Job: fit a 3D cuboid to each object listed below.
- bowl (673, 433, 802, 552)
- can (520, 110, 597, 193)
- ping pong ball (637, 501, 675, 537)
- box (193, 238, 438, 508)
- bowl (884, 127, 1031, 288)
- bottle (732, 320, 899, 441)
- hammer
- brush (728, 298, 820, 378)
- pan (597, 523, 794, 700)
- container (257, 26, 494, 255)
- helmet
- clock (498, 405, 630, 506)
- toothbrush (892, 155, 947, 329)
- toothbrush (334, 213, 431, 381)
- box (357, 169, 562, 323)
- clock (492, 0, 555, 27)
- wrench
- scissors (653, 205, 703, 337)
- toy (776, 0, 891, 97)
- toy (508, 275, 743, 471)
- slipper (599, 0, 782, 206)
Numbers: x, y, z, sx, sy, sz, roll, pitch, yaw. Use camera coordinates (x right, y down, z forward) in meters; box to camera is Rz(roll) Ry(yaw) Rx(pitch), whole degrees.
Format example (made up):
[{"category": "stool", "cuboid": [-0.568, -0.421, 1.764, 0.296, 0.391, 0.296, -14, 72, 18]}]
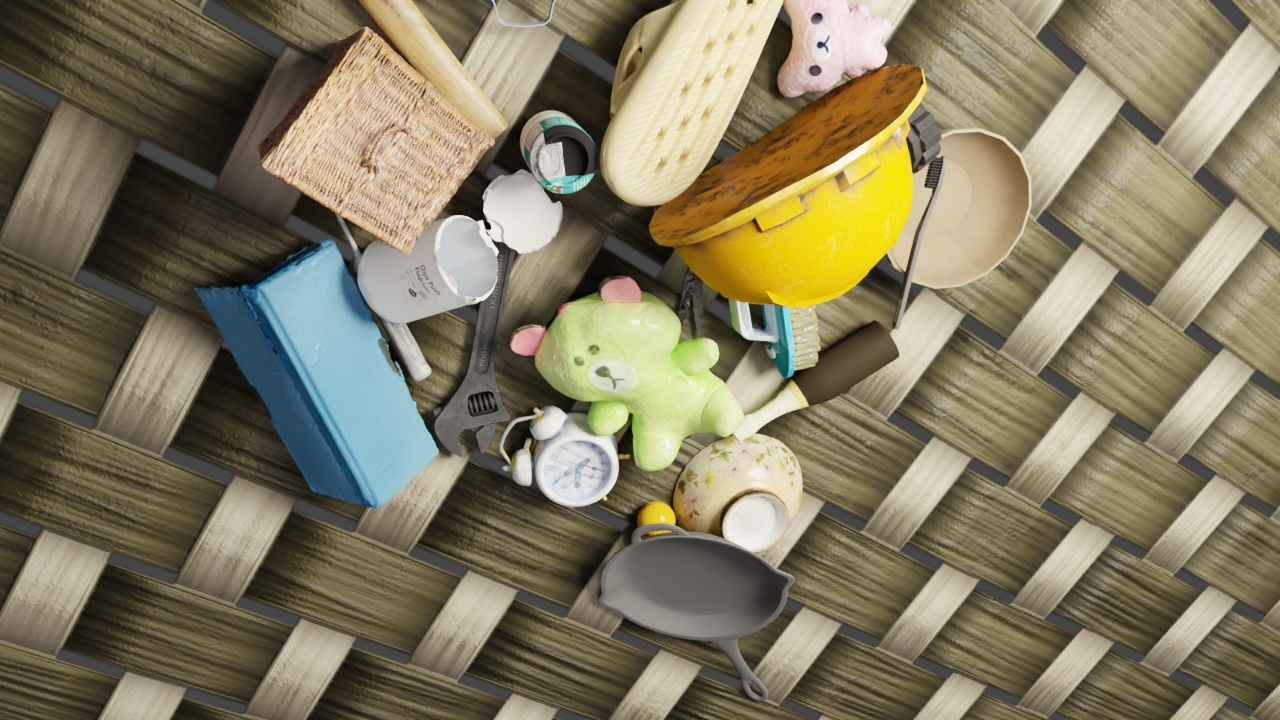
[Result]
[{"category": "bowl", "cuboid": [0.112, 0.155, 0.962, 0.145, 0.063, 0.145, -5, 114, -11]}, {"category": "can", "cuboid": [-0.069, -0.175, 0.761, 0.055, 0.101, 0.055, -5, 113, -11]}, {"category": "ping pong ball", "cuboid": [0.016, 0.167, 0.959, 0.040, 0.040, 0.040, -4, 113, -11]}, {"category": "box", "cuboid": [-0.290, 0.014, 0.833, 0.112, 0.094, 0.232, 2, 124, 36]}, {"category": "bowl", "cuboid": [0.291, -0.149, 0.879, 0.152, 0.050, 0.152, -4, 114, -10]}, {"category": "bottle", "cuboid": [0.172, 0.027, 0.930, 0.184, 0.045, 0.045, -32, 115, 2]}, {"category": "hammer", "cuboid": [-0.221, -0.305, 0.713, 0.132, 0.033, 0.330, -38, 115, 3]}, {"category": "brush", "cuboid": [0.127, -0.043, 0.885, 0.075, 0.055, 0.136, -17, 115, -10]}, {"category": "pan", "cuboid": [0.080, 0.279, 1.006, 0.217, 0.024, 0.355, -12, 130, 20]}, {"category": "container", "cuboid": [-0.203, -0.162, 0.685, 0.112, 0.198, 0.114, 38, 89, -26]}, {"category": "helmet", "cuboid": [0.143, -0.121, 0.765, 0.255, 0.205, 0.131, -38, 112, -17]}, {"category": "clock", "cuboid": [-0.078, 0.093, 0.903, 0.125, 0.052, 0.089, 22, 107, -17]}, {"category": "toothbrush", "cuboid": [0.258, -0.107, 0.854, 0.013, 0.012, 0.167, 6, 112, -6]}, {"category": "toothbrush", "cuboid": [-0.235, -0.063, 0.817, 0.022, 0.024, 0.186, -43, 123, -39]}, {"category": "box", "cuboid": [-0.153, -0.098, 0.786, 0.147, 0.136, 0.084, -10, 117, 33]}, {"category": "clock", "cuboid": [-0.092, -0.342, 0.706, 0.122, 0.075, 0.162, -5, 126, -11]}, {"category": "wrench", "cuboid": [-0.142, -0.033, 0.853, 0.073, 0.018, 0.273, 8, 109, -15]}, {"category": "scissors", "cuboid": [0.061, -0.102, 0.869, 0.150, 0.012, 0.165, -32, 113, 3]}, {"category": "toy", "cuboid": [0.166, -0.275, 0.788, 0.096, 0.052, 0.099, 13, 115, 24]}, {"category": "toy", "cuboid": [-0.005, 0.005, 0.858, 0.150, 0.107, 0.197, -31, 108, 20]}, {"category": "slipper", "cuboid": [0.037, -0.250, 0.769, 0.111, 0.079, 0.261, 31, 88, -48]}]
